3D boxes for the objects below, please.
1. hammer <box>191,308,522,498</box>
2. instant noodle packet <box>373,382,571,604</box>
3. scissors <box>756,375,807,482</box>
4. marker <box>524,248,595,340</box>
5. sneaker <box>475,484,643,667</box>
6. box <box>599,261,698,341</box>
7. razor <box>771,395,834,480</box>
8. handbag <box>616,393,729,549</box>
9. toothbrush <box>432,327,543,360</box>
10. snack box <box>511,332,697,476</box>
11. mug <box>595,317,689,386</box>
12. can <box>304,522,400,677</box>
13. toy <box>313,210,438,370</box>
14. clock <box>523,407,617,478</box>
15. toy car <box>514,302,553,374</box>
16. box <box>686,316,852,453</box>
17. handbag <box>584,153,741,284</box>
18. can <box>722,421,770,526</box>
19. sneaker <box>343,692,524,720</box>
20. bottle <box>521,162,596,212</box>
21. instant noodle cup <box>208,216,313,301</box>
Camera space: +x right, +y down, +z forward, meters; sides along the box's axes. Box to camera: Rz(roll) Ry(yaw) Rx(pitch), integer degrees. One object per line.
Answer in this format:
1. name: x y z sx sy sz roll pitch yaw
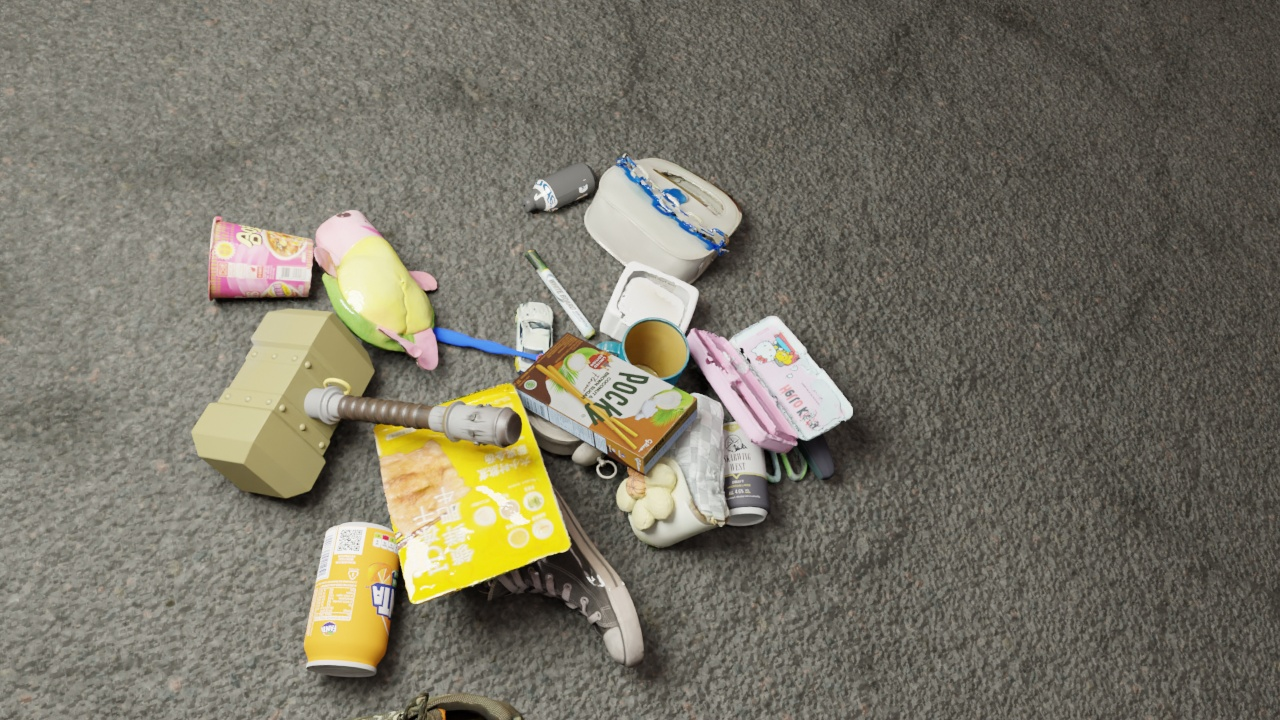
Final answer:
1. hammer: -0.268 0.052 0.935 0.325 0.101 0.189 5 56 24
2. instant noodle packet: -0.175 0.141 0.950 0.163 0.084 0.221 -17 42 -10
3. scissors: 0.169 0.076 1.180 0.078 0.033 0.175 1 63 -19
4. marker: -0.104 -0.086 1.191 0.017 0.017 0.146 -30 74 -26
5. sneaker: -0.095 0.243 0.976 0.119 0.095 0.234 -31 76 -24
6. box: 0.013 -0.068 1.179 0.107 0.076 0.102 23 58 0
7. razor: 0.209 0.084 1.159 0.052 0.047 0.142 -18 70 -17
8. handbag: 0.034 0.118 1.057 0.123 0.113 0.171 25 52 -31
9. toothbrush: -0.189 -0.018 1.112 0.182 0.018 0.016 13 100 6
10. snack box: -0.041 0.045 1.031 0.186 0.032 0.100 27 54 26
11. mug: -0.007 0.007 1.116 0.112 0.104 0.084 10 61 -7
12. can: -0.290 0.241 0.930 0.079 0.079 0.142 8 61 -11
13. toy: -0.313 -0.085 1.081 0.238 0.088 0.189 54 25 20
14. clock: -0.078 0.079 1.085 0.103 0.061 0.157 -26 64 -26
15. toy car: -0.132 -0.029 1.144 0.048 0.033 0.105 3 61 -12
16. box: 0.150 0.030 1.137 0.149 0.073 0.201 -7 43 -24
17. handbag: 0.044 -0.208 1.257 0.200 0.093 0.199 38 53 7
18. can: 0.119 0.131 1.106 0.064 0.064 0.127 4 62 -13
19. sneaker: -0.215 0.366 0.847 0.237 0.143 0.101 -6 65 -17
20. bottle: -0.112 -0.232 1.248 0.112 0.047 0.047 -32 74 -26
21. instant noodle cup: -0.444 -0.113 1.077 0.108 0.098 0.097 4 61 -22
